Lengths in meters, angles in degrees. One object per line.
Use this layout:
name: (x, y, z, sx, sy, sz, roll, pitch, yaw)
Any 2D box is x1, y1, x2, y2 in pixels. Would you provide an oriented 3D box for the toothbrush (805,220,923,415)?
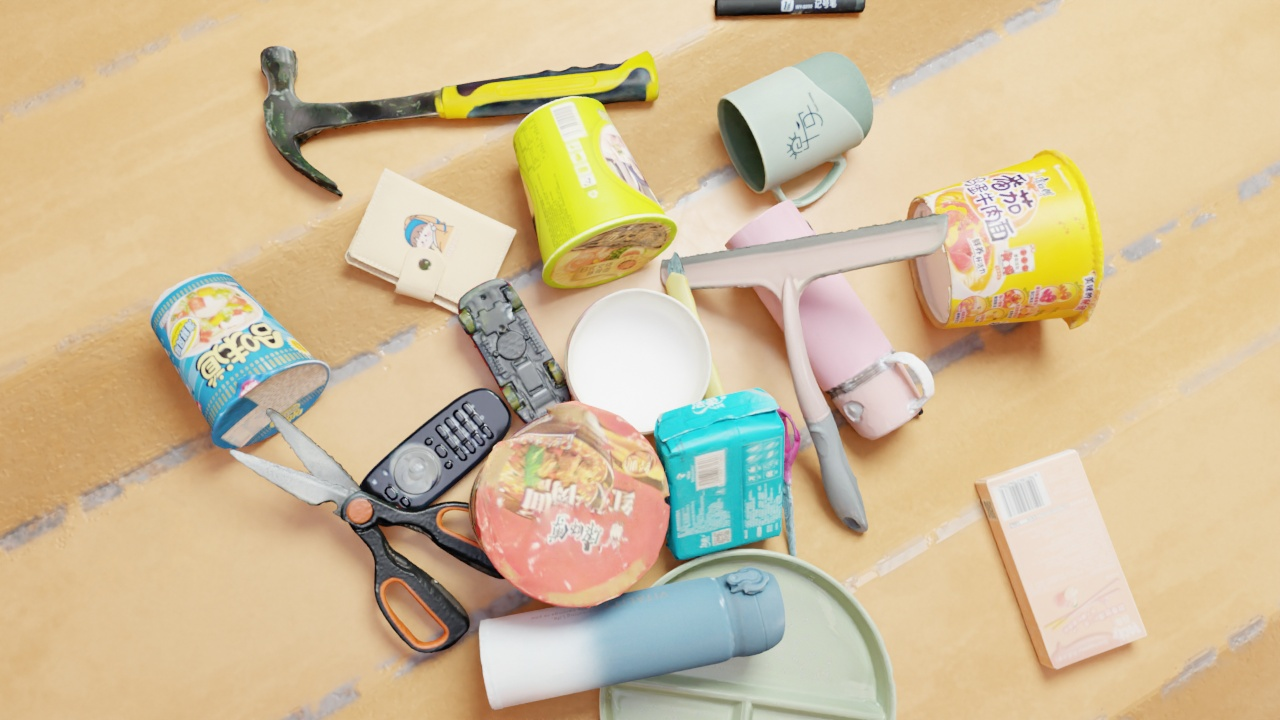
toothbrush: (0.183, -0.035, 0.768, 0.018, 0.014, 0.189, -30, 85, 2)

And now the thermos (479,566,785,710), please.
thermos: (-0.005, 0.199, 0.669, 0.220, 0.070, 0.070, -11, 83, -5)

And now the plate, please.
plate: (0.083, 0.262, 0.712, 0.230, 0.027, 0.230, 1, 82, -4)

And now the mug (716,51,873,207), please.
mug: (0.133, -0.185, 0.757, 0.106, 0.082, 0.112, -26, 115, -8)

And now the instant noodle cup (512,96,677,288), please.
instant noodle cup: (-0.044, -0.136, 0.725, 0.111, 0.112, 0.123, -20, 75, -7)

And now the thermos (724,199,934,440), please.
thermos: (0.153, -0.034, 0.730, 0.067, 0.087, 0.198, -29, 82, -34)

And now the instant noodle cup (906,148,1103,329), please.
instant noodle cup: (0.280, -0.088, 0.726, 0.110, 0.138, 0.138, -12, 83, 2)

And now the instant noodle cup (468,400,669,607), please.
instant noodle cup: (-0.061, 0.108, 0.670, 0.137, 0.109, 0.137, 4, 79, -21)

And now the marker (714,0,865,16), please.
marker: (0.130, -0.312, 0.801, 0.132, 0.020, 0.022, -3, 53, -3)

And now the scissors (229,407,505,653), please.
scissors: (-0.190, 0.115, 0.697, 0.189, 0.022, 0.229, -23, 94, -16)

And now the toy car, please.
toy car: (-0.101, -0.006, 0.728, 0.053, 0.045, 0.120, -28, 90, -9)

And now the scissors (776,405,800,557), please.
scissors: (0.115, 0.099, 0.724, 0.017, 0.056, 0.133, -14, 104, -22)

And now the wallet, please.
wallet: (-0.170, -0.090, 0.738, 0.115, 0.024, 0.087, 24, 91, -13)

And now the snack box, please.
snack box: (0.339, 0.159, 0.744, 0.084, 0.026, 0.157, -17, 84, -6)

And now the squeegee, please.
squeegee: (0.136, 0.029, 0.705, 0.040, 0.248, 0.250, -33, 111, -45)

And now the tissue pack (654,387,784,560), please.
tissue pack: (0.061, 0.090, 0.696, 0.093, 0.050, 0.134, -12, 125, -10)

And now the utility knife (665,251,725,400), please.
utility knife: (0.048, -0.006, 0.740, 0.018, 0.031, 0.166, -25, 95, -42)

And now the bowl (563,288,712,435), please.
bowl: (-0.004, 0.004, 0.725, 0.113, 0.062, 0.113, 1, 83, -5)

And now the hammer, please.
hammer: (-0.145, -0.213, 0.762, 0.323, 0.032, 0.126, -8, 83, -5)

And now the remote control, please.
remote control: (-0.161, 0.076, 0.723, 0.136, 0.024, 0.053, -40, 91, -6)

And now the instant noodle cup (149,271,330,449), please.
instant noodle cup: (-0.308, -0.006, 0.695, 0.099, 0.099, 0.110, -40, 78, -8)
